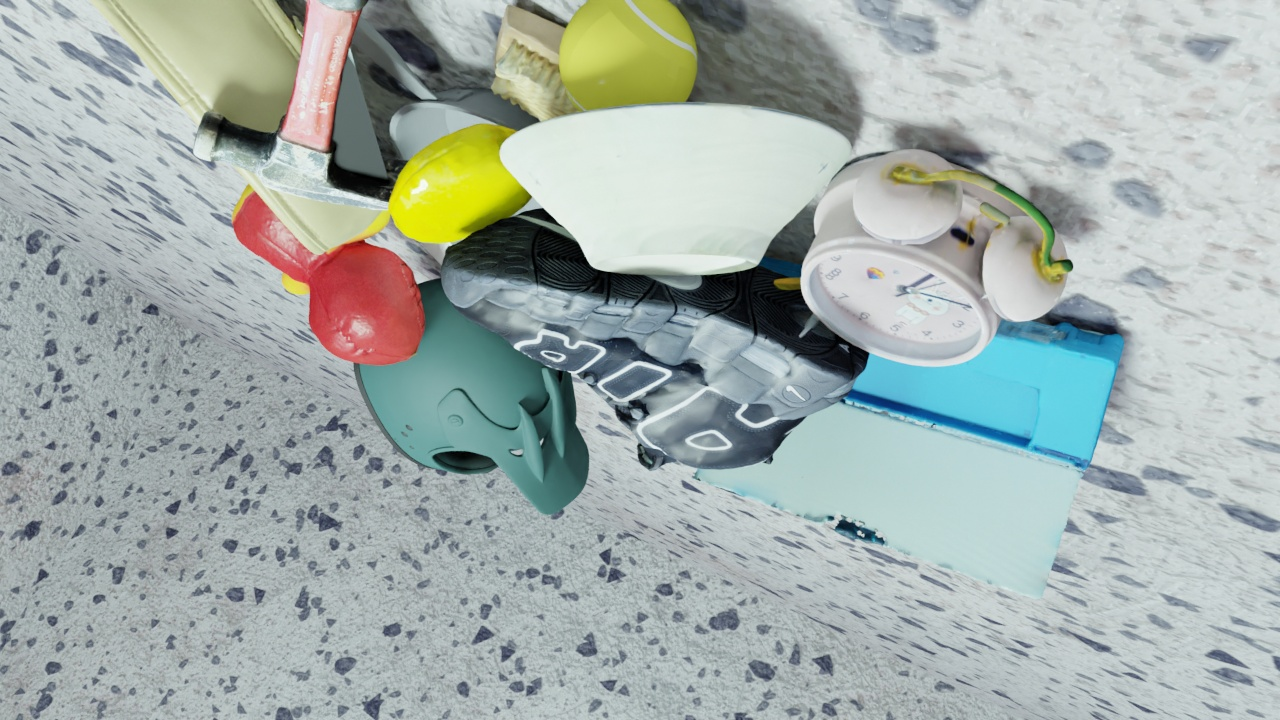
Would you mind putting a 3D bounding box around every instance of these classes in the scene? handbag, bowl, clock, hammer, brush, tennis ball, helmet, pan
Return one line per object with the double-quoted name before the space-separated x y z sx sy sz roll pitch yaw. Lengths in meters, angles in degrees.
"handbag" -0.262 -0.179 0.636 0.233 0.088 0.191 54 168 -26
"bowl" 0.017 -0.077 0.469 0.176 0.058 0.176 0 178 0
"clock" 0.147 -0.053 0.469 0.117 0.058 0.158 31 159 -5
"hammer" -0.138 -0.174 0.446 0.140 0.036 0.327 15 152 -20
"brush" -0.030 -0.145 0.507 0.117 0.039 0.049 27 164 -11
"tennis ball" -0.006 -0.141 0.432 0.065 0.065 0.065 25 164 7
"helmet" -0.168 0.037 0.996 0.201 0.175 0.275 0 129 28
"pan" -0.118 -0.156 0.588 0.201 0.050 0.356 13 157 39

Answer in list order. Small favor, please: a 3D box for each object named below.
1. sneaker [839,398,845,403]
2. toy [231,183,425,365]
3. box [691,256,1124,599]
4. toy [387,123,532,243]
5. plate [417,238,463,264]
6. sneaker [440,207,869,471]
"sneaker" 0.102 0.037 0.742 0.241 0.116 0.091 20 155 -12
"toy" -0.285 -0.085 0.852 0.216 0.098 0.148 53 134 -2
"box" 0.163 0.031 0.600 0.244 0.171 0.070 17 -161 28
"toy" -0.100 -0.100 0.531 0.041 0.094 0.095 62 -160 14
"plate" -0.172 -0.114 0.795 0.229 0.030 0.229 44 171 8
"sneaker" -0.003 0.003 0.569 0.252 0.097 0.151 16 128 -5
